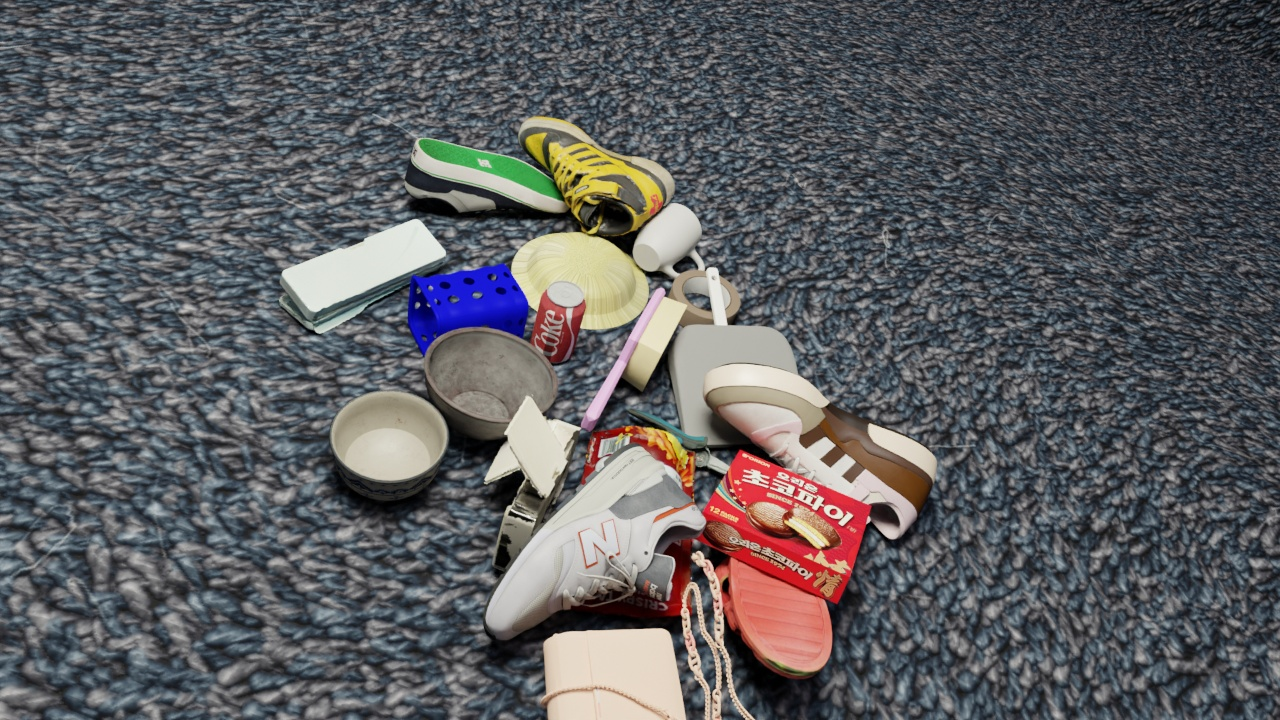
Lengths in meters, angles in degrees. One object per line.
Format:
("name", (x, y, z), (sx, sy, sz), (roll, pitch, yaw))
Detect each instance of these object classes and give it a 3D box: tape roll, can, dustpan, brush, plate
("tape roll", (0.084, -0.078, 1.224), (0.093, 0.030, 0.093), (9, 46, -10))
("can", (-0.097, -0.045, 1.085), (0.054, 0.097, 0.054), (10, 46, -10))
("dustpan", (0.112, -0.008, 1.146), (0.163, 0.033, 0.257), (1, 66, -18))
("brush", (-0.006, 0.006, 1.072), (0.043, 0.089, 0.228), (28, 44, 1))
("plate", (-0.074, -0.120, 1.206), (0.184, 0.036, 0.184), (9, 46, -10))

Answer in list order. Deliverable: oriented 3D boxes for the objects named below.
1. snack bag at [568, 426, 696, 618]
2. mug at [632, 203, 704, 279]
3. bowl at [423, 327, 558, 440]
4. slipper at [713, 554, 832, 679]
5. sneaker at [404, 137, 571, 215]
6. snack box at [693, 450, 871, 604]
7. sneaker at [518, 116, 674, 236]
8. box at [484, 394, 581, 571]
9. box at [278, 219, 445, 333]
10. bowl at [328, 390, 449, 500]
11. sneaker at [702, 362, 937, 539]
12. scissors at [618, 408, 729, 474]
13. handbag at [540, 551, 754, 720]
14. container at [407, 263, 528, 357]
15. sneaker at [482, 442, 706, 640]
("snack bag", (-0.007, 0.164, 0.945), (0.139, 0.067, 0.207), (10, 48, -2))
("mug", (0.043, -0.149, 1.261), (0.107, 0.071, 0.089), (50, 50, -8))
("bowl", (-0.168, 0.036, 0.999), (0.145, 0.067, 0.144), (15, 39, -12))
("slipper", (0.127, 0.227, 0.933), (0.103, 0.059, 0.248), (10, 30, -8))
("sneaker", (-0.207, -0.231, 1.252), (0.235, 0.079, 0.084), (10, 37, -34))
("snack box", (0.150, 0.167, 0.951), (0.152, 0.036, 0.132), (22, 29, 13))
("sneaker", (-0.083, -0.245, 1.245), (0.239, 0.086, 0.121), (24, 47, 13))
("box", (-0.110, 0.097, 0.886), (0.081, 0.182, 0.143), (20, 38, 2))
("box", (-0.327, -0.105, 1.096), (0.086, 0.073, 0.198), (24, 40, 32))
("bowl", (-0.255, 0.093, 0.929), (0.115, 0.059, 0.115), (9, 46, -10))
("sneaker", (0.191, 0.111, 1.032), (0.293, 0.112, 0.116), (28, 58, -11))
("scissors", (0.047, 0.092, 1.050), (0.130, 0.019, 0.135), (-15, 68, -9))
("handbag", (-0.006, 0.270, 0.755), (0.116, 0.188, 0.198), (7, 51, -22))
("container", (-0.201, -0.055, 1.070), (0.113, 0.085, 0.085), (-14, 52, -30))
("sneaker", (-0.029, 0.187, 0.857), (0.124, 0.089, 0.239), (30, 58, 20))
